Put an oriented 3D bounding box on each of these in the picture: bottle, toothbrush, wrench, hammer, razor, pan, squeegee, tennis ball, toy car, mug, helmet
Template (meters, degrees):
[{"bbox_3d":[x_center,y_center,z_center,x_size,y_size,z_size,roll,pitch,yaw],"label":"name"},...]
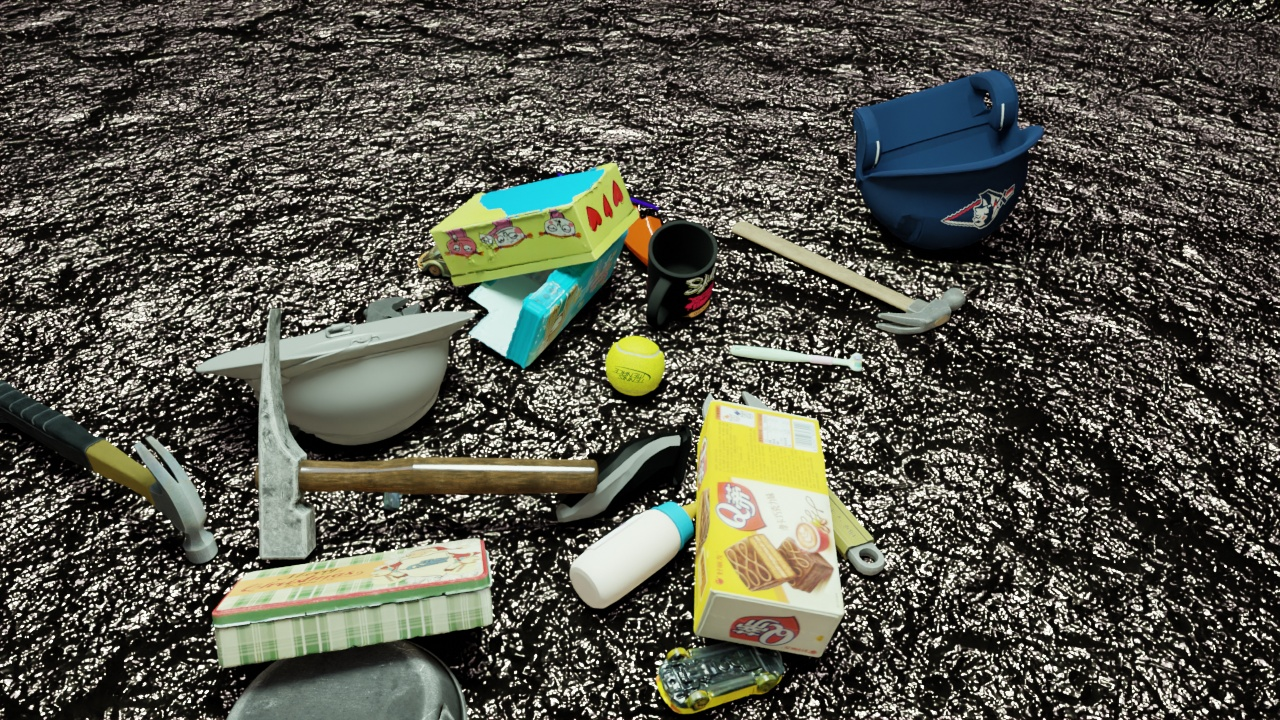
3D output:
[{"bbox_3d":[0.004,0.164,0.820,0.145,0.051,0.051,-29,48,-34],"label":"bottle"},{"bbox_3d":[0.183,-0.004,1.077,0.155,0.015,0.022,6,70,3],"label":"toothbrush"},{"bbox_3d":[0.151,0.114,0.920,0.083,0.018,0.273,-15,41,-21],"label":"wrench"},{"bbox_3d":[-0.522,0.081,0.861,0.333,0.118,0.025,19,38,28],"label":"hammer"},{"bbox_3d":[-0.176,0.119,0.892,0.144,0.022,0.042,-4,39,-10],"label":"razor"},{"bbox_3d":[-0.187,0.066,0.821,0.300,0.218,0.037,1,5,-6],"label":"hammer"},{"bbox_3d":[-0.139,0.281,0.672,0.357,0.055,0.186,1,36,4],"label":"pan"},{"bbox_3d":[0.007,-0.165,1.226,0.185,0.055,0.249,46,20,23],"label":"squeegee"},{"bbox_3d":[-0.006,0.006,1.011,0.065,0.065,0.065,2,38,-1],"label":"tennis ball"},{"bbox_3d":[0.065,0.249,0.730,0.106,0.030,0.049,-6,37,-21],"label":"toy car"},{"bbox_3d":[-0.330,0.005,1.032,0.073,0.018,0.272,15,41,13],"label":"wrench"},{"bbox_3d":[0.040,-0.094,1.106,0.082,0.098,0.117,26,65,13],"label":"mug"},{"bbox_3d":[0.416,-0.259,1.242,0.232,0.223,0.272,-17,10,-3],"label":"helmet"},{"bbox_3d":[-0.016,0.112,0.889,0.156,0.057,0.060,-19,75,-26],"label":"razor"},{"bbox_3d":[-0.291,0.028,0.930,0.270,0.118,0.183,-15,12,-25],"label":"helmet"},{"bbox_3d":[-0.234,-0.135,1.192,0.112,0.047,0.047,10,40,3],"label":"toy car"},{"bbox_3d":[0.258,-0.124,1.225,0.331,0.031,0.119,33,47,32],"label":"hammer"}]

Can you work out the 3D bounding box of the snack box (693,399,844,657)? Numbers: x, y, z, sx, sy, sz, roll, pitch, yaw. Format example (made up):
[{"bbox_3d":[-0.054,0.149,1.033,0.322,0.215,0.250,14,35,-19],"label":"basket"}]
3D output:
[{"bbox_3d":[0.106,0.138,0.807,0.110,0.062,0.229,11,38,-4],"label":"snack box"}]

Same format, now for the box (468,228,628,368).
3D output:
[{"bbox_3d":[-0.122,-0.106,1.107,0.121,0.098,0.226,30,43,6],"label":"box"}]

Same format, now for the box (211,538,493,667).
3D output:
[{"bbox_3d":[-0.221,0.189,0.732,0.205,0.049,0.118,-7,1,-10],"label":"box"}]

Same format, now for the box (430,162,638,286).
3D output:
[{"bbox_3d":[-0.126,-0.161,1.096,0.221,0.081,0.124,-4,32,30],"label":"box"}]
